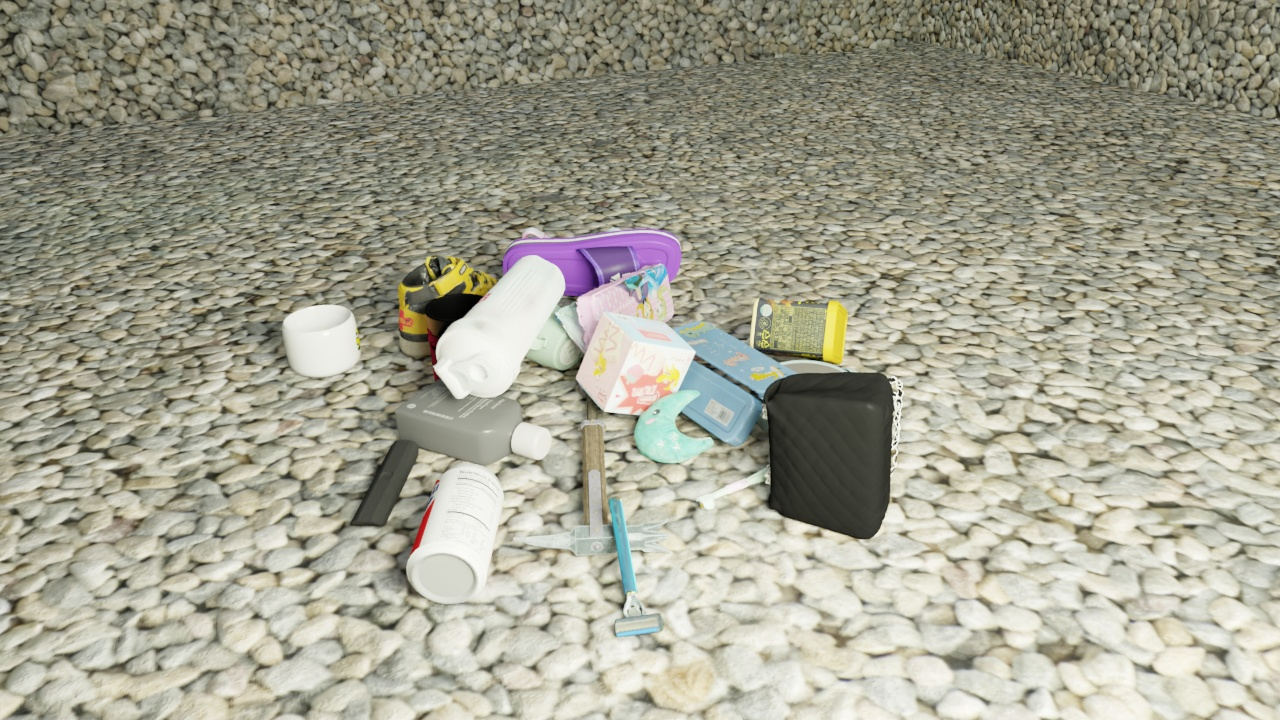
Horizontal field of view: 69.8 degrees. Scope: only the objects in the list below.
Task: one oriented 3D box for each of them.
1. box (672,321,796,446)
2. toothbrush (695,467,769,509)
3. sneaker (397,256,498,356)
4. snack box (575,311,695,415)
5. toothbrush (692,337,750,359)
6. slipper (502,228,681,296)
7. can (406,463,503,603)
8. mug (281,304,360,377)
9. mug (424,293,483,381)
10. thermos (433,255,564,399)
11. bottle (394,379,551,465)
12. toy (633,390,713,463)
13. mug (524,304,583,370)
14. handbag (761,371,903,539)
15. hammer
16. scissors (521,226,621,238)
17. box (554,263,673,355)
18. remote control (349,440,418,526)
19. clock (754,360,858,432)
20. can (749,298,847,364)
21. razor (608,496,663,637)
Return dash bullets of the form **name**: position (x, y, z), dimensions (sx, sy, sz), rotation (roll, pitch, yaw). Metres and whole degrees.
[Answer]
- **box**: position (0.085, 0.015, 1.082), dimensions (0.124, 0.043, 0.209), rotation (-44, 38, -10)
- **toothbrush**: position (0.124, 0.124, 0.963), dimensions (0.154, 0.015, 0.022), rotation (-18, 34, -29)
- **sneaker**: position (-0.230, -0.096, 1.283), dimensions (0.238, 0.122, 0.086), rotation (-22, 36, -32)
- **snack box**: position (-0.006, 0.006, 1.073), dimensions (0.092, 0.095, 0.079), rotation (9, 24, -37)
- **toothbrush**: position (0.061, -0.014, 1.213), dimensions (0.222, 0.027, 0.027), rotation (-9, 70, -13)
- **slipper**: position (-0.073, -0.125, 1.354), dimensions (0.266, 0.107, 0.083), rotation (0, 38, 3)
- **can**: position (-0.169, 0.158, 0.854), dimensions (0.070, 0.070, 0.132), rotation (-1, 28, 1)
- **mug**: position (-0.426, -0.030, 1.224), dimensions (0.094, 0.068, 0.115), rotation (-12, 30, -20)
- **mug**: position (-0.222, -0.017, 1.158), dimensions (0.081, 0.098, 0.118), rotation (-12, 30, -18)
- **thermos**: position (-0.162, -0.039, 1.084), dimensions (0.099, 0.099, 0.219), rotation (7, 36, 16)
- **bottle**: position (-0.182, 0.075, 1.038), dimensions (0.174, 0.046, 0.083), rotation (13, 31, 25)
- **toy**: position (0.033, 0.074, 1.023), dimensions (0.085, 0.033, 0.105), rotation (-19, 39, 6)
- **mug**: position (-0.136, -0.036, 1.195), dimensions (0.104, 0.084, 0.111), rotation (30, 18, 30)
- **handbag**: position (0.186, 0.078, 0.903), dimensions (0.125, 0.154, 0.114), rotation (6, 32, 23)
- **hammer**: position (-0.056, 0.102, 0.999), dimensions (0.147, 0.028, 0.316), rotation (-2, 28, -3)
- **scissors**: position (-0.096, -0.170, 1.408), dimensions (0.177, 0.170, 0.013), rotation (-21, 54, 35)
- **box**: position (-0.032, -0.067, 1.226), dimensions (0.071, 0.085, 0.229), rotation (-5, 14, 26)
- **remote control**: position (-0.269, 0.130, 0.970), dimensions (0.033, 0.015, 0.146), rotation (0, 28, 3)
- **clock**: position (0.207, 0.045, 1.077), dimensions (0.159, 0.045, 0.122), rotation (-4, 28, -2)
- **can**: position (0.202, -0.038, 1.161), dimensions (0.101, 0.072, 0.130), rotation (6, -1, 19)
- **razor**: position (-0.013, 0.184, 0.827), dimensions (0.042, 0.022, 0.143), rotation (-5, 45, -9)
